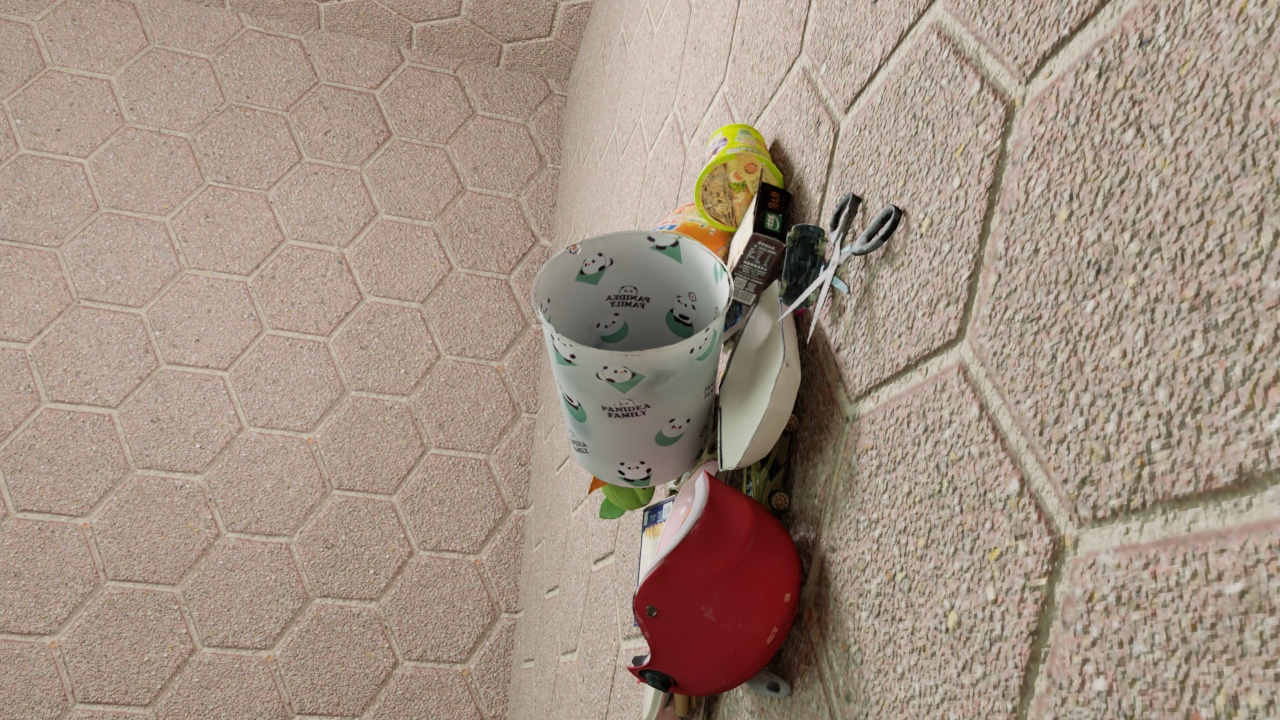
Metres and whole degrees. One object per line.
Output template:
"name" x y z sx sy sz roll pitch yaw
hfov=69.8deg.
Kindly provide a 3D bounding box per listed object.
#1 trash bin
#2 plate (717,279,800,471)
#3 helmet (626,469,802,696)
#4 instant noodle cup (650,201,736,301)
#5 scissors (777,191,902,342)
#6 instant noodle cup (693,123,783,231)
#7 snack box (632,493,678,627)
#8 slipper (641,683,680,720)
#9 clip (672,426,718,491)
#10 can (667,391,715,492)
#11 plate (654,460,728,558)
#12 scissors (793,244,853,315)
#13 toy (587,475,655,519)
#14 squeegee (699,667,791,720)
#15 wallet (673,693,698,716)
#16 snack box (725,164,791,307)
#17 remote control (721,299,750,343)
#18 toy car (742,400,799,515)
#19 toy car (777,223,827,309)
"trash bin" -0.007 0.007 1.126 0.229 0.229 0.252 -96 3 -47
"plate" 0.134 0.017 1.014 0.265 0.034 0.162 -81 14 -61
"helmet" 0.084 0.250 0.935 0.206 0.144 0.241 -54 -21 -46
"instant noodle cup" 0.067 -0.134 1.227 0.111 0.151 0.152 -54 -9 -43
"scissors" 0.190 -0.098 0.902 0.179 0.014 0.159 -46 23 38
"instant noodle cup" 0.125 -0.245 1.182 0.123 0.111 0.112 -85 11 -50
"snack box" 0.038 0.295 1.324 0.178 0.045 0.182 136 141 -69
"slipper" 0.034 0.428 1.220 0.275 0.054 0.114 96 -178 -65
"clip" 0.086 0.137 1.204 0.100 0.034 0.070 -51 21 12
"can" 0.071 0.110 1.274 0.058 0.058 0.146 142 135 -71
"plate" 0.057 0.207 1.125 0.192 0.039 0.192 21 -91 -77
"scissors" 0.192 -0.087 0.986 0.133 0.017 0.118 -119 40 -63
"toy" -0.031 0.124 1.384 0.226 0.090 0.247 -44 -52 -47
"squeegee" 0.105 0.340 1.035 0.250 0.040 0.247 160 118 -74
"wallet" 0.059 0.360 1.117 0.090 0.033 0.115 -50 -39 -62
"snack box" 0.139 -0.148 1.100 0.113 0.053 0.126 -75 8 -45
"remote control" 0.121 -0.058 1.239 0.125 0.024 0.049 139 138 -68
"toy car" 0.142 0.104 1.022 0.070 0.042 0.158 169 111 -76
"toy car" 0.171 -0.098 0.968 0.034 0.043 0.090 36 -117 -83
